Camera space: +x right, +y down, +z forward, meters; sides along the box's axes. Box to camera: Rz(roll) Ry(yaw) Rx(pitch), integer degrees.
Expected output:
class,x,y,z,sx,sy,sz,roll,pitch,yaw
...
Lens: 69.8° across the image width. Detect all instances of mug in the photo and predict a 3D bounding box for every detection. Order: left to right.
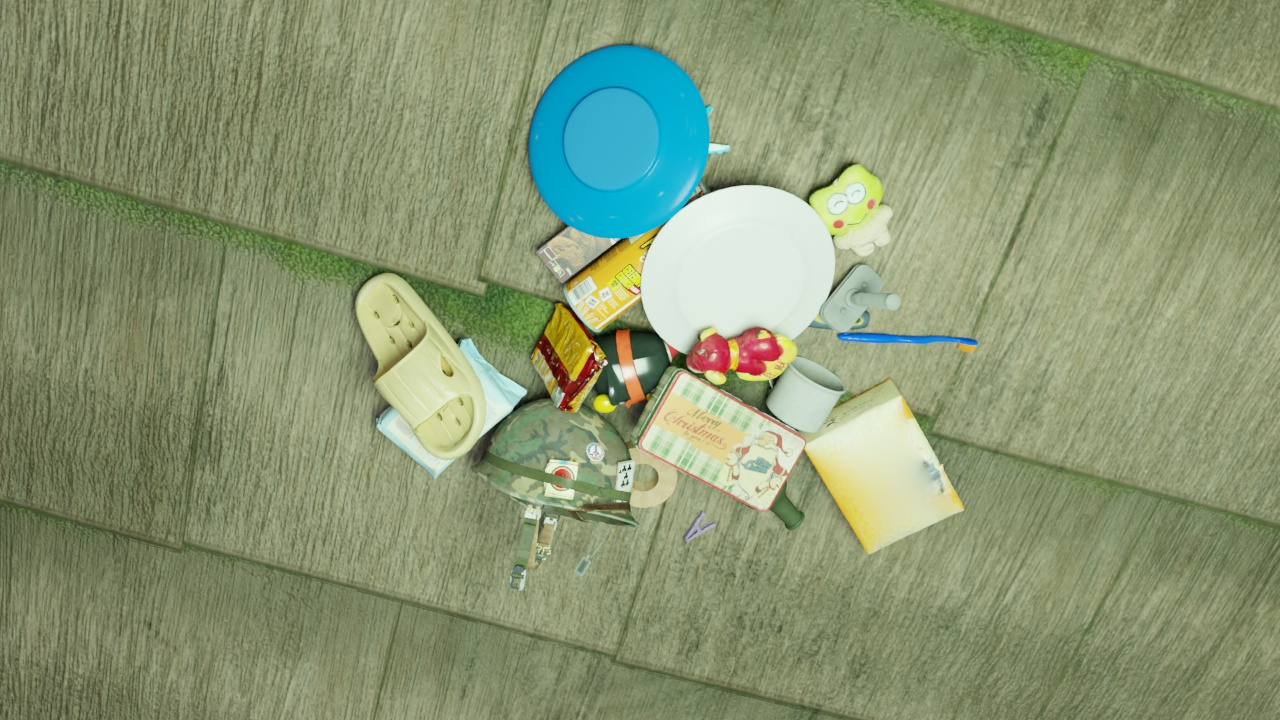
class,x,y,z,sx,sy,sz,roll,pitch,yaw
mug,0.202,0.036,1.195,0.113,0.084,0.071,35,113,20

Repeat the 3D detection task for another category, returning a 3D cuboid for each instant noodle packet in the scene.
class,x,y,z,sx,sy,sz,roll,pitch,yaw
instant noodle packet,-0.092,-0.003,1.159,0.039,0.135,0.099,12,115,-32

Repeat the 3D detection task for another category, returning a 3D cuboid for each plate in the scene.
class,x,y,z,sx,sy,sz,roll,pitch,yaw
plate,-0.031,-0.256,1.068,0.225,0.024,0.224,1,93,18
plate,0.121,-0.096,1.118,0.242,0.016,0.243,-4,123,-7

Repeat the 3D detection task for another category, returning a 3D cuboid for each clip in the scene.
class,x,y,z,sx,sy,sz,roll,pitch,yaw
clip,0.081,0.234,1.303,0.050,0.014,0.046,-16,109,5

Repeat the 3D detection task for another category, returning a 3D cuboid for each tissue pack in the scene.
class,x,y,z,sx,sy,sz,roll,pitch,yaw
tissue pack,-0.251,0.061,1.217,0.182,0.070,0.112,-41,104,12

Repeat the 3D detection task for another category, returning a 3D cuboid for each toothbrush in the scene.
class,x,y,z,sx,sy,sz,roll,pitch,yaw
toothbrush,0.348,-0.024,1.197,0.182,0.016,0.018,2,116,0

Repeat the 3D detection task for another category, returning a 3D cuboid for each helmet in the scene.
class,x,y,z,sx,sy,sz,roll,pitch,yaw
helmet,-0.108,0.172,1.178,0.224,0.193,0.236,31,79,8

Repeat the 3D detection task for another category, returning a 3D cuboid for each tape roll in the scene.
class,x,y,z,sx,sy,sz,roll,pitch,yaw
tape roll,0.004,0.155,1.267,0.094,0.027,0.094,1,111,1

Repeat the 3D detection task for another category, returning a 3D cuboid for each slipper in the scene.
class,x,y,z,sx,sy,sz,roll,pitch,yaw
slipper,-0.284,0.000,1.137,0.111,0.079,0.261,-35,77,11

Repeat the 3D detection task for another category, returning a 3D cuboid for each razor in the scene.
class,x,y,z,sx,sy,sz,roll,pitch,yaw
razor,0.278,-0.074,1.114,0.047,0.116,0.088,41,85,-15

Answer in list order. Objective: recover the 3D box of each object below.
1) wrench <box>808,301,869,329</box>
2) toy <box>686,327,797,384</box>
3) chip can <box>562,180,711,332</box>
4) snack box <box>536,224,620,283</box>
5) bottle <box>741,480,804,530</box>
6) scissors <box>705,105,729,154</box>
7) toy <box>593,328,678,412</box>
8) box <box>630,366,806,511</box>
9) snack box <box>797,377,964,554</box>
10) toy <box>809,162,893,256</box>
class,x,y,z,sx,sy,sz,roll,pitch,yaw
wrench,0.159,-0.065,1.183,0.273,0.022,0.073,6,109,-1
toy,0.130,-0.007,1.130,0.137,0.067,0.106,1,146,-18
chip can,0.010,-0.127,1.136,0.215,0.075,0.075,-36,106,14
snack box,-0.059,-0.161,1.147,0.141,0.031,0.051,-36,106,13
bottle,0.146,0.149,1.238,0.071,0.071,0.207,-39,105,14
scissors,0.036,-0.262,1.119,0.134,0.012,0.134,36,110,-10
toy,-0.007,0.007,1.176,0.119,0.097,0.099,-14,93,7
box,0.099,0.100,1.153,0.205,0.050,0.117,30,88,-17
snack box,0.323,0.146,1.226,0.145,0.080,0.195,-29,107,12
toy,0.264,-0.179,1.127,0.092,0.046,0.115,-36,114,10
